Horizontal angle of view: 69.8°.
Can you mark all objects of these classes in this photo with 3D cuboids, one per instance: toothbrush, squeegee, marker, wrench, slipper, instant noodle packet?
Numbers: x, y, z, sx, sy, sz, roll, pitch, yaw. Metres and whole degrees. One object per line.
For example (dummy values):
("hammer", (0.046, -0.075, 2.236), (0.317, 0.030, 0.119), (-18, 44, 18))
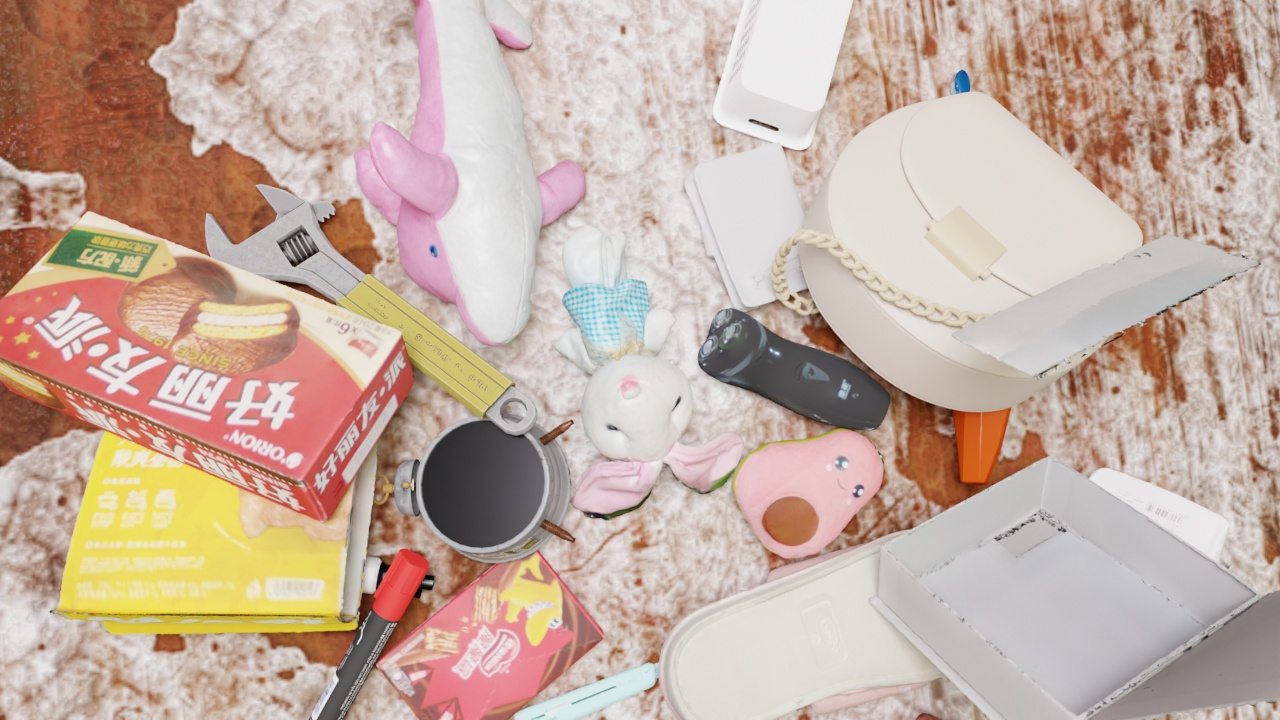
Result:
("toothbrush", (0.254, -0.159, 0.718), (0.021, 0.017, 0.135), (-4, 89, -4))
("squeegee", (0.252, 0.000, 0.684), (0.249, 0.055, 0.184), (8, 77, -7))
("marker", (-0.206, 0.145, 0.631), (0.126, 0.025, 0.025), (9, 85, -7))
("wrench", (-0.182, -0.033, 0.623), (0.273, 0.018, 0.083), (37, 75, 10))
("slipper", (0.139, 0.192, 0.656), (0.274, 0.054, 0.114), (-10, 83, -18))
("marker", (-0.186, 0.194, 0.617), (0.023, 0.021, 0.145), (32, 97, 18))
("instant noodle packet", (-0.259, 0.063, 0.602), (0.163, 0.084, 0.221), (2, 65, -4))

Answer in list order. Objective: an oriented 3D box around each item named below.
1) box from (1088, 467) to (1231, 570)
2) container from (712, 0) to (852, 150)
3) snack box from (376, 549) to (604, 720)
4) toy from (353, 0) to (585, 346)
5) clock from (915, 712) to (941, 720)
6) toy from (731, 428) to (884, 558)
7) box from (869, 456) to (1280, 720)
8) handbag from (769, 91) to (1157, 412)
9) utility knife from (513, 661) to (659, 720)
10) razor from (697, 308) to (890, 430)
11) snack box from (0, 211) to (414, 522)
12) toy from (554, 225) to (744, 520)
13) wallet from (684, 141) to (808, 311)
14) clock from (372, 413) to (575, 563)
("box", (0.384, 0.166, 0.689), (0.124, 0.136, 0.108), (26, 82, 36))
("container", (0.111, -0.233, 0.685), (0.080, 0.049, 0.129), (17, 84, -6))
("snack box", (-0.103, 0.201, 0.642), (0.133, 0.021, 0.089), (-39, 91, -8))
("toy", (-0.135, -0.138, 0.628), (0.128, 0.186, 0.265), (-7, 88, 33))
("clock", (0.185, 0.317, 0.646), (0.157, 0.072, 0.120), (-3, 86, -7))
("toy", (0.124, 0.089, 0.664), (0.110, 0.051, 0.090), (-31, 96, -12))
("box", (0.294, 0.136, 0.489), (0.166, 0.370, 0.150), (-23, 88, -20))
("handbag", (0.222, -0.073, 0.641), (0.208, 0.103, 0.210), (-38, 77, -23))
("utility knife", (-0.026, 0.237, 0.654), (0.128, 0.015, 0.022), (-19, 57, -9))
("razor", (0.111, 0.008, 0.658), (0.140, 0.064, 0.053), (23, 82, 7))
("snack box", (-0.273, 0.000, 0.568), (0.236, 0.060, 0.113), (20, 59, 10))
("toy", (-0.004, 0.004, 0.624), (0.131, 0.106, 0.205), (-14, 88, -4))
("wallet", (0.086, -0.098, 0.685), (0.086, 0.032, 0.116), (-16, 87, -19))
("clock", (-0.116, 0.086, 0.630), (0.148, 0.056, 0.104), (-3, 78, 5))
